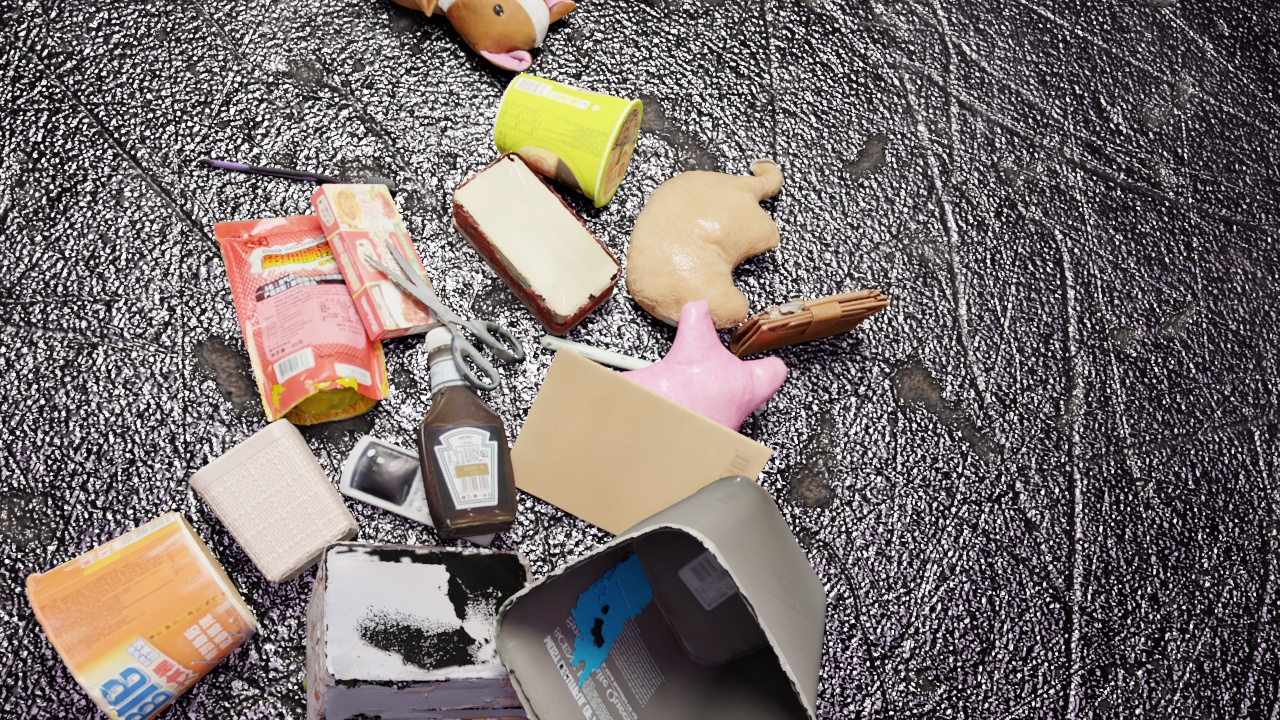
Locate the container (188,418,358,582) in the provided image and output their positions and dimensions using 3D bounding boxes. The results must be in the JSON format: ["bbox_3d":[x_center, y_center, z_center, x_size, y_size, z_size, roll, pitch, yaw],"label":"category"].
[{"bbox_3d":[-0.308,0.124,0.787,0.089,0.090,0.111,-35,87,-16],"label":"container"}]

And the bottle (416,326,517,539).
[{"bbox_3d":[-0.164,0.062,0.834,0.079,0.044,0.194,-3,65,-27],"label":"bottle"}]

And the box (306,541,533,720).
[{"bbox_3d":[-0.187,0.269,0.756,0.180,0.206,0.158,5,32,-25],"label":"box"}]

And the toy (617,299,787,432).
[{"bbox_3d":[0.038,0.038,0.856,0.178,0.074,0.195,15,100,-7],"label":"toy"}]

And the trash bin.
[{"bbox_3d":[0.037,0.208,0.725,0.199,0.219,0.199,-31,88,21],"label":"trash bin"}]

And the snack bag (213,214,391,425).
[{"bbox_3d":[-0.308,-0.048,0.847,0.128,0.073,0.207,-14,70,-19],"label":"snack bag"}]

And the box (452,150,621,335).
[{"bbox_3d":[-0.102,-0.114,0.886,0.091,0.077,0.168,-41,85,-17],"label":"box"}]

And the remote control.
[{"bbox_3d":[-0.197,0.119,0.840,0.150,0.021,0.058,21,73,-4],"label":"remote control"}]

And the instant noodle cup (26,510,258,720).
[{"bbox_3d":[-0.387,0.200,0.730,0.111,0.152,0.151,-35,83,-24],"label":"instant noodle cup"}]

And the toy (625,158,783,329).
[{"bbox_3d":[0.068,-0.135,0.922,0.143,0.083,0.225,27,69,-2],"label":"toy"}]

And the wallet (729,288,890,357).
[{"bbox_3d":[0.162,-0.037,0.892,0.131,0.108,0.031,-13,80,-13],"label":"wallet"}]

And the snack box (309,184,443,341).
[{"bbox_3d":[-0.246,-0.095,0.863,0.075,0.026,0.153,-14,76,-53],"label":"snack box"}]

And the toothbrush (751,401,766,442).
[{"bbox_3d":[0.108,0.114,0.894,0.015,0.018,0.181,11,76,-9],"label":"toothbrush"}]

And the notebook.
[{"bbox_3d":[-0.007,0.095,0.834,0.211,0.012,0.150,26,112,-2],"label":"notebook"}]

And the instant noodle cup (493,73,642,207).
[{"bbox_3d":[-0.075,-0.225,0.910,0.123,0.112,0.111,22,73,6],"label":"instant noodle cup"}]

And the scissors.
[{"bbox_3d":[-0.179,-0.040,0.850,0.163,0.014,0.165,16,46,-41],"label":"scissors"}]

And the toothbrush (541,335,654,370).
[{"bbox_3d":[-0.005,0.005,0.901,0.189,0.029,0.020,16,32,-4],"label":"toothbrush"}]

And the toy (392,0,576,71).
[{"bbox_3d":[-0.171,-0.382,0.927,0.199,0.131,0.140,36,67,-9],"label":"toy"}]

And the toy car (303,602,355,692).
[{"bbox_3d":[-0.264,0.248,0.789,0.042,0.035,0.090,0,74,-8],"label":"toy car"}]

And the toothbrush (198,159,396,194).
[{"bbox_3d":[-0.334,-0.184,0.900,0.189,0.014,0.016,7,67,-7],"label":"toothbrush"}]
